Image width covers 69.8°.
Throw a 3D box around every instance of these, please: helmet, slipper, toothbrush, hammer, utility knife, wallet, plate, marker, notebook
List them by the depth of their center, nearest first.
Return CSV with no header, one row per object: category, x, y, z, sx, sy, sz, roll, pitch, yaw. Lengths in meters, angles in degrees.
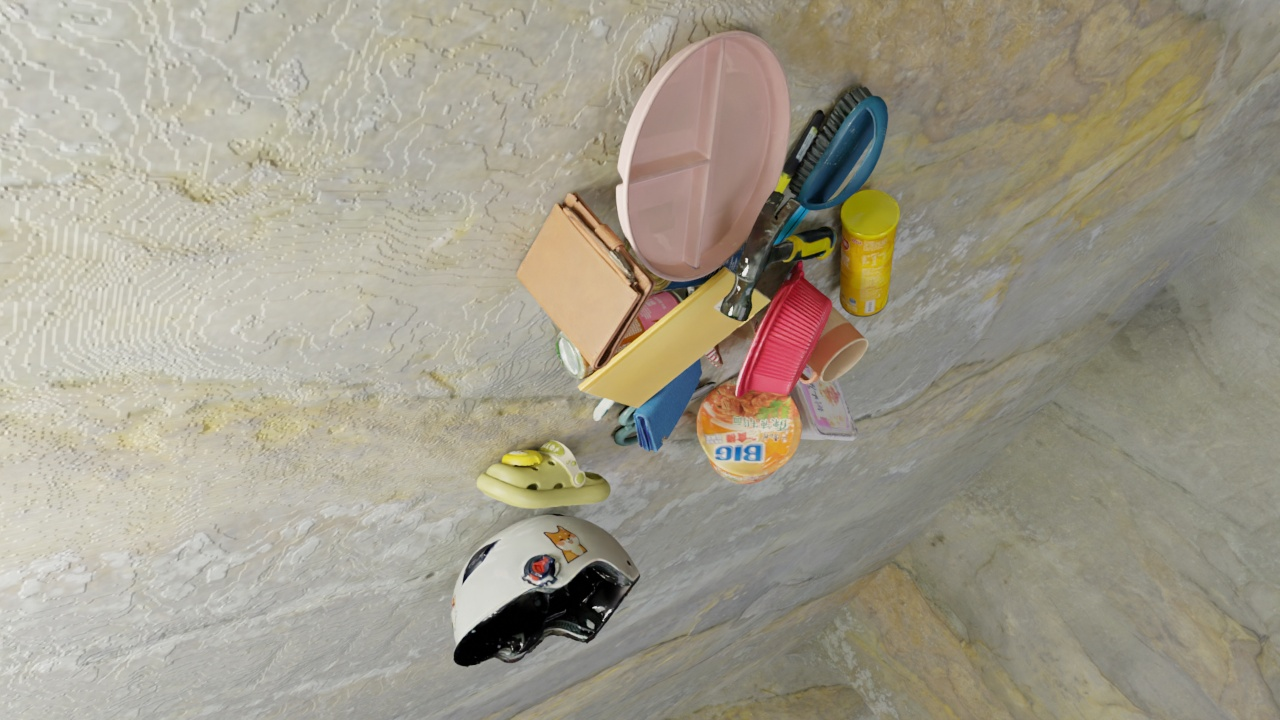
wallet,-0.052,-0.074,0.835,0.031,0.132,0.108,-9,140,-49
plate,0.059,-0.184,0.841,0.228,0.028,0.230,-29,133,-36
marker,0.166,-0.218,1.004,0.018,0.015,0.124,-9,138,-45
notebook,0.042,-0.019,1.022,0.206,0.010,0.145,-39,156,15
hammer,0.171,-0.127,1.023,0.322,0.032,0.126,-24,137,-63
utility knife,0.177,-0.165,1.093,0.034,0.018,0.160,4,129,-52
toothbrush,-0.007,0.007,1.136,0.018,0.016,0.192,-14,145,-57
slipper,-0.117,0.140,1.152,0.190,0.092,0.081,8,88,-43
wallet,0.035,0.042,1.174,0.132,0.040,0.106,-56,159,-23
helmet,-0.145,0.300,1.265,0.273,0.156,0.231,-8,143,-29

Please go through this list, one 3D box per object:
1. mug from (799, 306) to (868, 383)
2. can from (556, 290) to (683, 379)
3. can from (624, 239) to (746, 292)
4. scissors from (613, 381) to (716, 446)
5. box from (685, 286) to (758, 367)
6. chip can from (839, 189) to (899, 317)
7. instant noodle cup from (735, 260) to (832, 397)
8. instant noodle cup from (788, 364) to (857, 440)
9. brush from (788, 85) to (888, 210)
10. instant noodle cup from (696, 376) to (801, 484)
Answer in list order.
mug,0.245,-0.025,1.289,0.081,0.106,0.115,-11,142,-41
can,-0.019,-0.030,1.019,0.147,0.058,0.058,-23,149,-26
can,0.049,-0.113,0.955,0.111,0.075,0.075,-11,142,-42
scissors,0.038,0.051,1.256,0.185,0.019,0.130,-34,151,-11
box,0.103,-0.056,1.112,0.087,0.076,0.163,-20,152,10
chip can,0.303,-0.137,1.225,0.072,0.072,0.213,-35,152,-7
instant noodle cup,0.190,-0.028,1.177,0.193,0.066,0.194,-58,165,-25
instant noodle cup,0.269,0.069,1.450,0.060,0.138,0.173,-28,159,30
brush,0.221,-0.221,0.998,0.055,0.073,0.144,-3,137,-41
instant noodle cup,0.158,0.112,1.364,0.151,0.151,0.111,-33,160,-10
